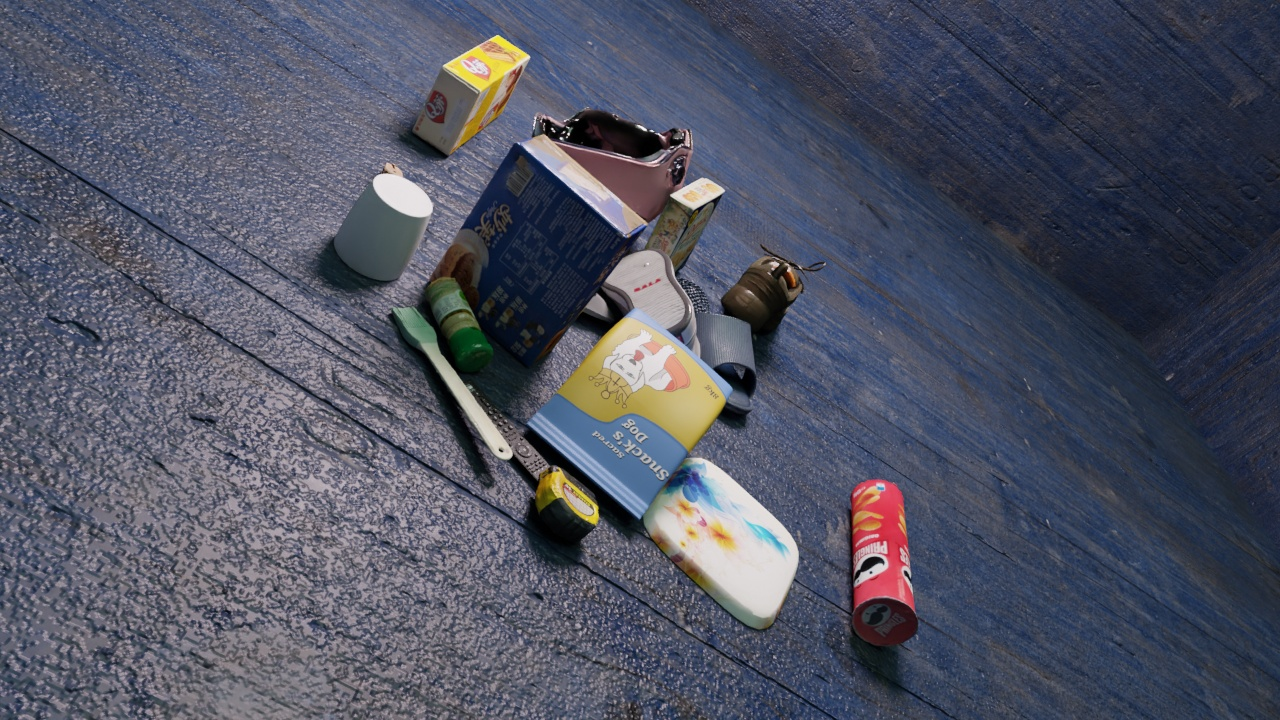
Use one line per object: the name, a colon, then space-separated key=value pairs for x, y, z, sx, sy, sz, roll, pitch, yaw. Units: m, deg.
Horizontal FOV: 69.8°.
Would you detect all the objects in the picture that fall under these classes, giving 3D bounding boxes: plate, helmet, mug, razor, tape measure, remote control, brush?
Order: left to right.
mug: x=-0.272 y=-0.154 z=0.999 sx=0.081 sy=0.088 sz=0.114 roll=32 pitch=31 yaw=-14
brush: x=-0.189 y=0.020 z=0.920 sx=0.033 sy=0.012 sz=0.217 roll=-6 pitch=48 yaw=-48
remote control: x=-0.137 y=0.073 z=0.926 sx=0.140 sy=0.009 sz=0.030 roll=46 pitch=31 yaw=11
tape measure: x=-0.072 y=0.141 z=0.879 sx=0.065 sy=0.037 sz=0.064 roll=40 pitch=22 yaw=-28
razor: x=-0.093 y=-0.090 z=1.153 sx=0.156 sy=0.060 sz=0.057 roll=45 pitch=12 yaw=-33
helmet: x=-0.049 y=-0.271 z=1.320 sx=0.230 sy=0.153 sz=0.254 roll=15 pitch=23 yaw=7
plate: x=0.098 y=0.193 z=1.021 sx=0.187 sy=0.016 sz=0.186 roll=42 pitch=30 yaw=4

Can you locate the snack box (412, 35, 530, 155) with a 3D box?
snack box: x=-0.239 y=-0.385 z=1.321 sx=0.061 sy=0.110 sz=0.229 roll=32 pitch=31 yaw=-7

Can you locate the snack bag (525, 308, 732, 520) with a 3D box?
snack bag: x=-0.013 y=0.060 z=1.007 sx=0.159 sy=0.103 sz=0.204 roll=40 pitch=44 yaw=1

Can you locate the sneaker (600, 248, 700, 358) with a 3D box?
sneaker: x=0.021 y=-0.057 z=1.204 sx=0.263 sy=0.096 sz=0.129 roll=-122 pitch=-172 yaw=-55

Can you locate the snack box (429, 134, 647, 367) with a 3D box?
snack box: x=-0.116 y=-0.119 z=1.011 sx=0.155 sy=0.203 sz=0.069 roll=41 pitch=30 yaw=1

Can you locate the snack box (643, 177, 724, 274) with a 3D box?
snack box: x=0.054 y=-0.185 z=1.343 sx=0.042 sy=0.145 sz=0.144 roll=33 pitch=30 yaw=8

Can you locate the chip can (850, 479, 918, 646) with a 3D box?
chip can: x=0.294 y=0.239 z=1.126 sx=0.073 sy=0.073 sz=0.232 roll=35 pitch=30 yaw=-8

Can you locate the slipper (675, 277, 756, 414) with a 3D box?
slipper: x=0.101 y=-0.042 z=1.276 sx=0.101 sy=0.083 sz=0.263 roll=14 pitch=38 yaw=-33

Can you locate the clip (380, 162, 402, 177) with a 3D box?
clip: x=-0.308 y=-0.219 z=1.118 sx=0.024 sy=0.039 sz=0.060 roll=26 pitch=10 yaw=-23

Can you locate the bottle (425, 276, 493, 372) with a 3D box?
bottle: x=-0.195 y=-0.039 z=0.981 sx=0.043 sy=0.043 sz=0.111 roll=5 pitch=44 yaw=-45

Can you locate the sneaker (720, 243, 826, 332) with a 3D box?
sneaker: x=0.205 y=-0.125 z=1.411 sx=0.101 sy=0.143 sz=0.237 roll=43 pitch=14 yaw=8
